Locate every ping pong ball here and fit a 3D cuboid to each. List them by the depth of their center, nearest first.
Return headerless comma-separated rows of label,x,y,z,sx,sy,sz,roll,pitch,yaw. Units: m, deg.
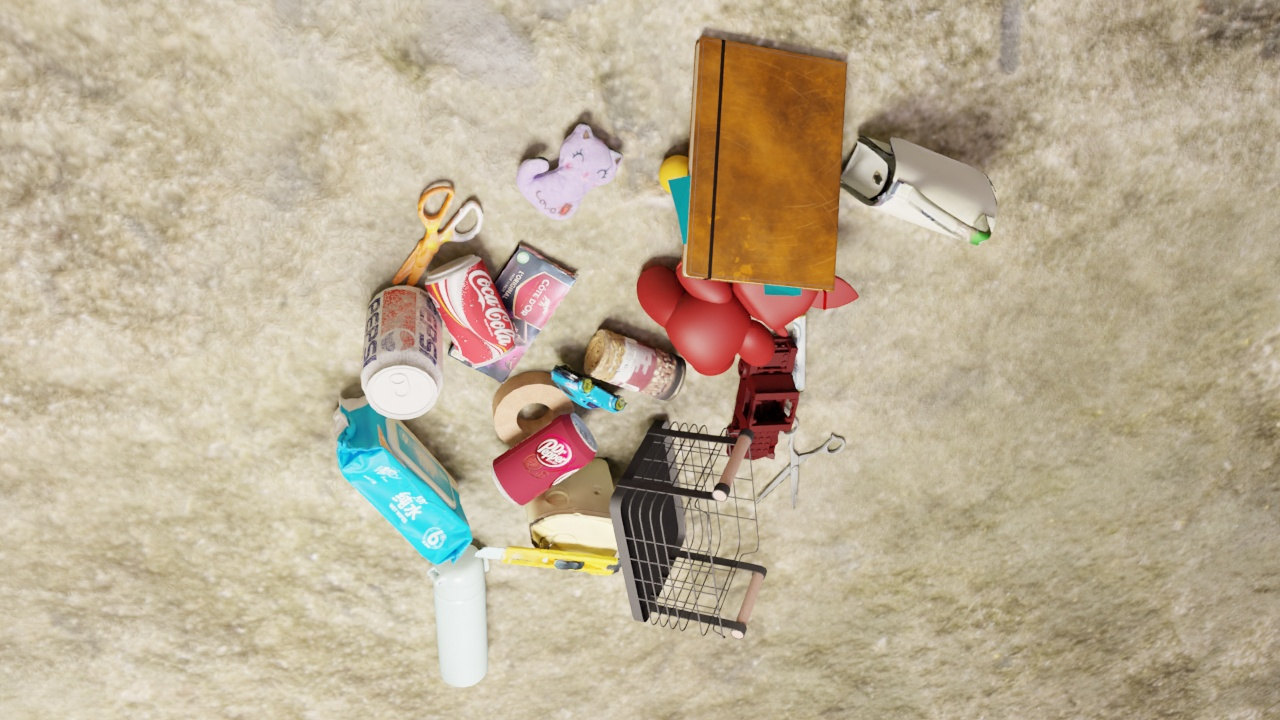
ping pong ball,0.039,-0.191,0.944,0.040,0.040,0.040,-7,123,-11

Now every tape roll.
tape roll,-0.124,0.059,1.066,0.094,0.027,0.094,-7,123,-11

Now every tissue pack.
tissue pack,-0.268,0.128,1.019,0.066,0.117,0.209,-34,124,1

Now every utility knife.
utility knife,-0.102,0.227,1.046,0.175,0.017,0.031,12,119,-18

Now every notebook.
notebook,0.117,-0.184,0.907,0.178,0.014,0.249,4,89,-17

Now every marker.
marker,0.191,-0.024,1.102,0.017,0.017,0.147,-11,123,-8

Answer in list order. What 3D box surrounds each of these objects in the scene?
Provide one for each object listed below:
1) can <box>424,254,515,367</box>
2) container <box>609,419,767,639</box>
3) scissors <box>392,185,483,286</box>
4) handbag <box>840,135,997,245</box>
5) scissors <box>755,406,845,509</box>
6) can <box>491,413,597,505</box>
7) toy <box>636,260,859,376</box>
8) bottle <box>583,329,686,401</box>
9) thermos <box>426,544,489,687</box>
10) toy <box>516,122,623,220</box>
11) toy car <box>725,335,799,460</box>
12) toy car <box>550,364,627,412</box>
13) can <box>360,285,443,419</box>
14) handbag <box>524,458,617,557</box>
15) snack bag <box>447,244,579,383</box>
can,-0.174,-0.051,0.948,0.064,0.064,0.105,-23,108,0
container,0.067,0.201,1.096,0.130,0.162,0.242,6,127,22
scissors,-0.209,-0.118,0.944,0.073,0.012,0.132,20,118,-28
handbag,0.305,-0.170,0.945,0.151,0.176,0.074,15,115,-22
scissors,0.199,0.126,1.201,0.141,0.014,0.172,-28,123,0
can,-0.110,0.112,1.046,0.114,0.063,0.063,-34,123,7
toy,0.111,-0.071,0.990,0.197,0.120,0.158,-34,113,15
bottle,-0.006,0.006,1.046,0.105,0.056,0.056,19,115,-24
thermos,-0.231,0.328,1.184,0.077,0.065,0.207,-18,127,-32
toy,-0.074,-0.189,0.918,0.080,0.036,0.100,36,109,-31
toy car,0.150,0.056,1.114,0.070,0.061,0.170,-1,122,-14
toy car,-0.059,0.037,1.044,0.105,0.048,0.032,29,88,-45
can,-0.238,-0.010,0.923,0.078,0.136,0.078,-6,128,-8
handbag,-0.084,0.178,1.096,0.111,0.119,0.081,11,120,-21
snack bag,-0.141,-0.049,1.000,0.074,0.018,0.155,29,109,-25
